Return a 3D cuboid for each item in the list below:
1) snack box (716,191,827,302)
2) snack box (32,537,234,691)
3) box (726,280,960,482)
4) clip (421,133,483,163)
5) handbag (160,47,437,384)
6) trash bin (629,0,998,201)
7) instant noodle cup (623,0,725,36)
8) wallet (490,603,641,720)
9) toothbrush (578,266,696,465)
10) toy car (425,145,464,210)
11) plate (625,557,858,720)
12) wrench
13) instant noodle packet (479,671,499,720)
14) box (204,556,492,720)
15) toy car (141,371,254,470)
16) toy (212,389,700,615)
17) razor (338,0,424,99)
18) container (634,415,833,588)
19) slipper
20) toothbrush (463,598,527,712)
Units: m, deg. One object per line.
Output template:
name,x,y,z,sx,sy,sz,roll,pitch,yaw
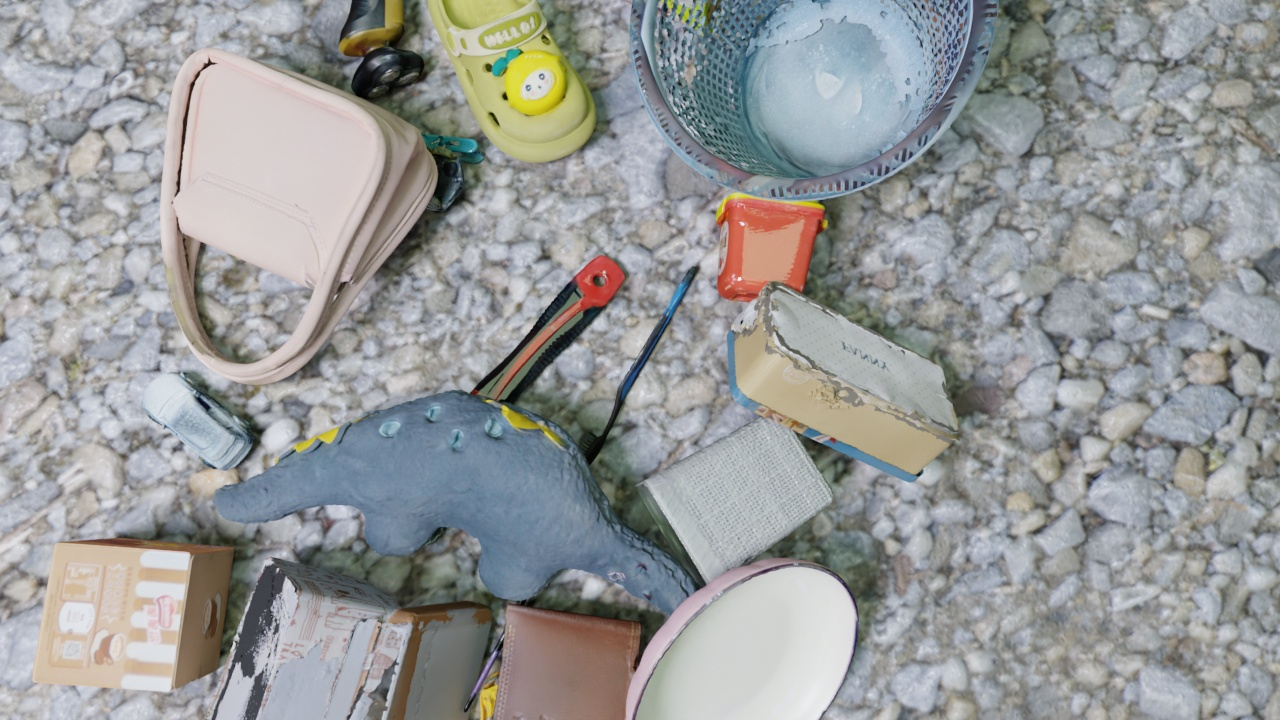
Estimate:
snack box,0.097,-0.085,0.706,0.082,0.091,0.080,7,88,-2
snack box,-0.355,0.177,0.652,0.094,0.077,0.092,5,81,-1
box,0.153,0.018,0.669,0.184,0.061,0.089,27,37,-17
clip,-0.156,-0.172,0.741,0.056,0.040,0.014,9,78,3
handbag,-0.276,-0.096,0.687,0.193,0.093,0.234,23,94,17
trash bin,0.128,-0.214,0.655,0.227,0.195,0.226,0,92,17
instant noodle cup,0.009,-0.330,0.734,0.123,0.112,0.111,17,81,7
wallet,-0.053,0.238,0.641,0.101,0.032,0.124,6,70,0
toothbrush,-0.004,0.004,0.726,0.016,0.014,0.189,25,80,25
toy car,-0.189,-0.148,0.729,0.105,0.031,0.049,11,83,10
plate,0.067,0.216,0.641,0.192,0.039,0.193,-14,119,-27
wrench,-0.106,0.026,0.716,0.056,0.016,0.273,37,82,0
instant noodle packet,-0.052,0.281,0.667,0.128,0.044,0.110,-1,80,-5
box,-0.186,0.245,0.629,0.177,0.153,0.182,23,80,-31
toy car,-0.337,0.045,0.695,0.090,0.034,0.043,39,85,5
toy,-0.116,0.095,0.653,0.356,0.091,0.138,15,86,0
razor,-0.209,-0.295,0.747,0.067,0.062,0.167,6,74,-32
container,0.070,0.100,0.678,0.114,0.090,0.090,-31,84,-10
slipper,-0.109,-0.246,0.726,0.091,0.081,0.190,-30,81,-4
toothbrush,-0.087,0.172,0.687,0.017,0.014,0.188,25,74,9
